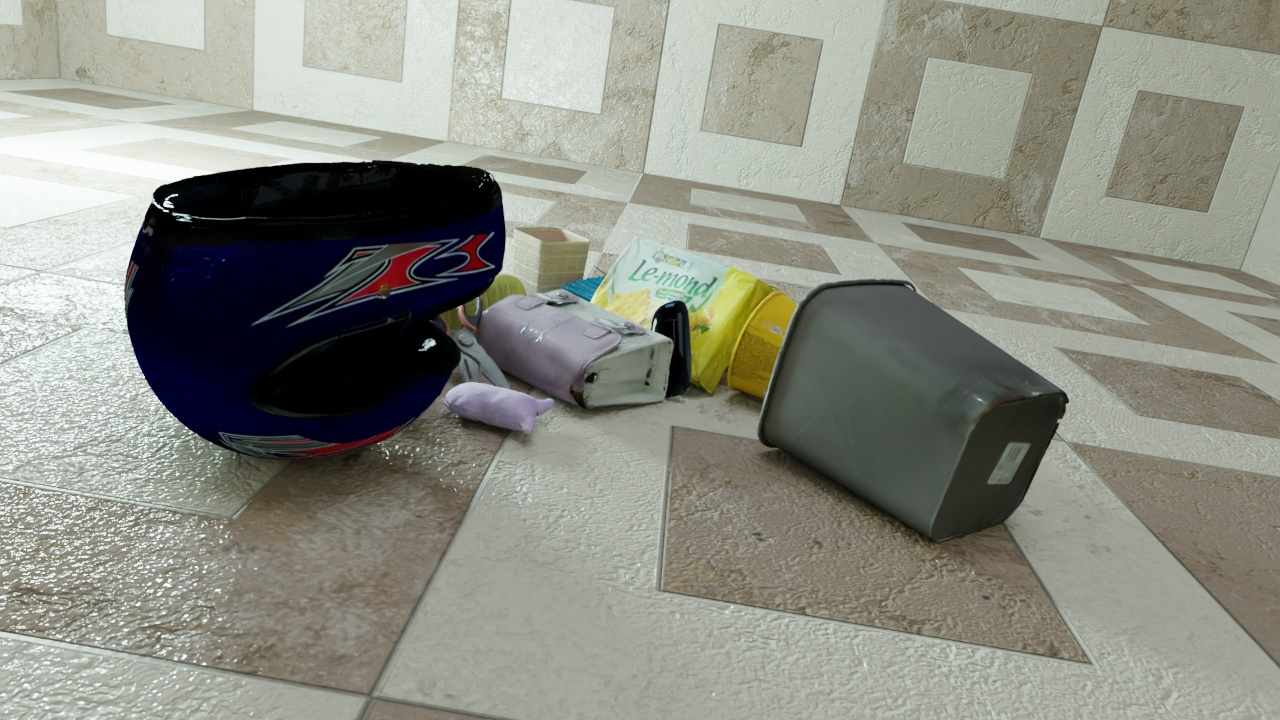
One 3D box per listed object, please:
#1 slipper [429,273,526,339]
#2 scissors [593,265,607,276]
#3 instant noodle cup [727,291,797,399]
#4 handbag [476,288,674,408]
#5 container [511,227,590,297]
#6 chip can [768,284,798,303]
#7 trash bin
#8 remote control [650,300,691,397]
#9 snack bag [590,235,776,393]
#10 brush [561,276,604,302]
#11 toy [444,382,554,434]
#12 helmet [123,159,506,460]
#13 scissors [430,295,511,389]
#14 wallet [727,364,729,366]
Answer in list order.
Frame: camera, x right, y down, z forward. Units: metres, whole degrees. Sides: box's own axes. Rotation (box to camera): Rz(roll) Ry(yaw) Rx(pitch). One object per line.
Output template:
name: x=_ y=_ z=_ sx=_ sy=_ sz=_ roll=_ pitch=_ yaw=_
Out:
slipper: x=-0.226 y=-0.063 z=1.158 sx=0.082 sy=0.092 sz=0.190 roll=19 pitch=24 yaw=33
scissors: x=0.006 y=-0.083 z=1.329 sx=0.159 sy=0.014 sz=0.180 roll=19 pitch=37 yaw=-32
instant noodle cup: x=0.188 y=-0.001 z=1.113 sx=0.110 sy=0.138 sz=0.137 roll=28 pitch=25 yaw=24
handbag: x=-0.080 y=-0.016 z=1.083 sx=0.144 sy=0.098 sz=0.197 roll=-17 pitch=31 yaw=-42
container: x=-0.137 y=-0.134 z=1.368 sx=0.090 sy=0.111 sz=0.090 roll=-8 pitch=25 yaw=-41
chip can: x=0.229 y=-0.048 z=1.351 sx=0.072 sy=0.073 sz=0.221 roll=1 pitch=20 yaw=-22
trash bin: x=0.272 y=0.049 z=0.919 sx=0.198 sy=0.199 sz=0.220 roll=-6 pitch=30 yaw=-37
remote control: x=0.035 y=-0.019 z=1.115 sx=0.053 sy=0.136 sz=0.024 roll=-16 pitch=-34 yaw=22
snack bag: x=0.042 y=-0.061 z=1.196 sx=0.247 sy=0.158 sz=0.068 roll=25 pitch=-12 yaw=38
brush: x=0.003 y=-0.090 z=1.409 sx=0.109 sy=0.061 sz=0.313 roll=26 pitch=22 yaw=27
toy: x=-0.149 y=0.045 z=0.946 sx=0.108 sy=0.039 sz=0.083 roll=10 pitch=19 yaw=12
helmet: x=-0.271 y=-0.039 z=0.808 sx=0.314 sy=0.241 sz=0.247 roll=-12 pitch=30 yaw=-28
scissors: x=-0.212 y=-0.035 z=1.046 sx=0.221 sy=0.015 sz=0.189 roll=26 pitch=41 yaw=1
wallet: x=0.097 y=-0.019 z=1.264 sx=0.131 sy=0.031 sz=0.108 roll=-5 pitch=24 yaw=-43
